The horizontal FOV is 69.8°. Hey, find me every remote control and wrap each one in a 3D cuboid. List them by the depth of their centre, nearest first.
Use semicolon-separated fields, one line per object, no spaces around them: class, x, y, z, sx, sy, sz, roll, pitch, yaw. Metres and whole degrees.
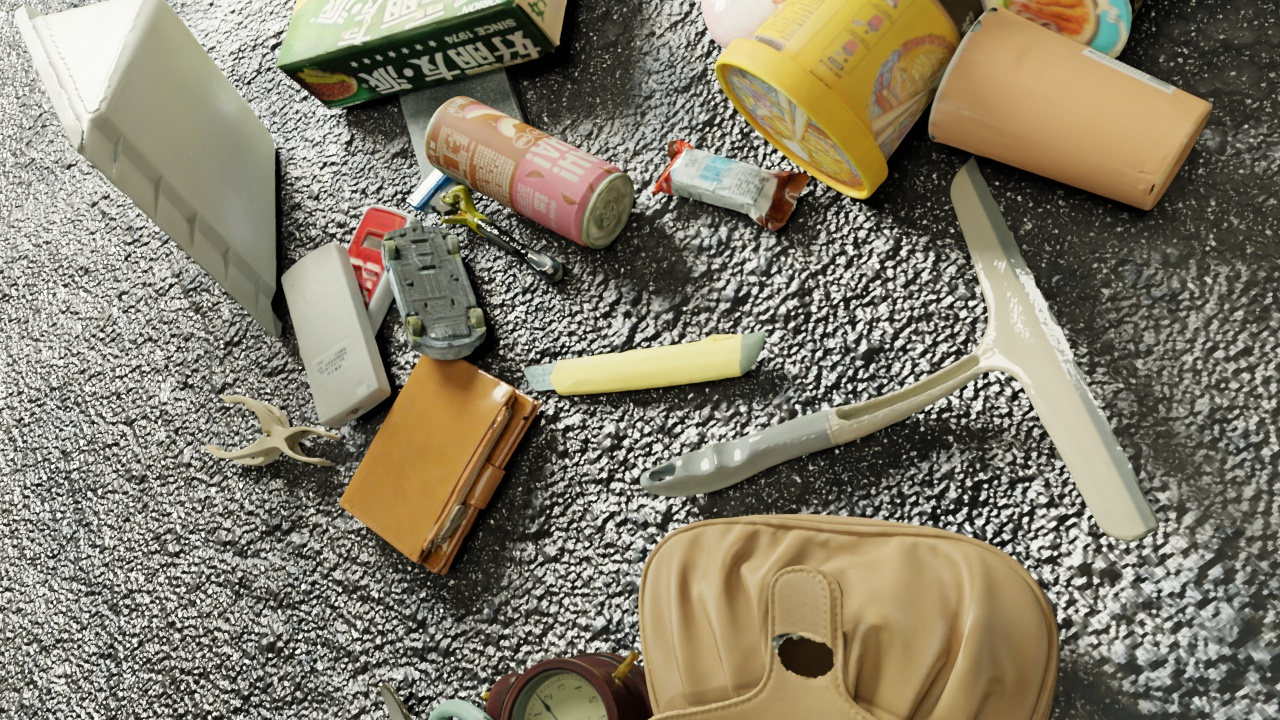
remote control;-0.225;-0.021;0.673;0.056;0.019;0.135;-31;66;15
remote control;-0.214;-0.054;0.703;0.056;0.020;0.136;20;82;28

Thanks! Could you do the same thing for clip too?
clip;-0.275;0.045;0.691;0.104;0.035;0.089;-12;69;16

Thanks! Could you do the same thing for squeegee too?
squeegee;0.112;0.033;0.514;0.247;0.039;0.246;-26;47;21

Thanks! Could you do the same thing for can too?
can;-0.078;-0.131;0.634;0.147;0.058;0.058;29;87;21

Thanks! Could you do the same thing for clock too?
clock;-0.044;0.210;0.517;0.122;0.055;0.082;-23;65;18

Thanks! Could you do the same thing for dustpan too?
dustpan;-0.392;-0.160;0.713;0.143;0.223;0.257;-13;57;8

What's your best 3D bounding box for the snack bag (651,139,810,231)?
snack bag;0.054;-0.116;0.595;0.105;0.026;0.045;22;74;28

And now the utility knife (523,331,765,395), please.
utility knife;-0.003;0.003;0.588;0.175;0.019;0.031;-5;67;22

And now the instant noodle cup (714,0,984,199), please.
instant noodle cup;0.123;-0.175;0.529;0.118;0.118;0.114;42;94;29

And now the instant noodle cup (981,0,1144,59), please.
instant noodle cup;0.251;-0.240;0.509;0.111;0.111;0.120;36;81;30

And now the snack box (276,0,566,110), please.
snack box;-0.169;-0.280;0.719;0.241;0.063;0.114;-2;68;28

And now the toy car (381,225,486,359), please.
toy car;-0.148;-0.049;0.651;0.054;0.037;0.120;-9;53;-24

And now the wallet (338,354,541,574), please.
wallet;-0.138;0.063;0.623;0.108;0.031;0.131;25;85;33

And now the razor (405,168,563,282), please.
razor;-0.107;-0.095;0.666;0.143;0.022;0.042;35;83;23

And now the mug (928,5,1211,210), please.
mug;0.231;-0.133;0.495;0.123;0.078;0.078;32;88;25

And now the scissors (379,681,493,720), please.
scissors;-0.109;0.238;0.526;0.174;0.019;0.177;52;129;33

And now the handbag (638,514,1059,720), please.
handbag;0.093;0.150;0.448;0.205;0.099;0.147;-2;73;27

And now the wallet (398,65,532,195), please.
wallet;-0.141;-0.199;0.719;0.097;0.019;0.120;-28;61;14

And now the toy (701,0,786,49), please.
toy;0.098;-0.274;0.614;0.121;0.054;0.159;-8;66;21
